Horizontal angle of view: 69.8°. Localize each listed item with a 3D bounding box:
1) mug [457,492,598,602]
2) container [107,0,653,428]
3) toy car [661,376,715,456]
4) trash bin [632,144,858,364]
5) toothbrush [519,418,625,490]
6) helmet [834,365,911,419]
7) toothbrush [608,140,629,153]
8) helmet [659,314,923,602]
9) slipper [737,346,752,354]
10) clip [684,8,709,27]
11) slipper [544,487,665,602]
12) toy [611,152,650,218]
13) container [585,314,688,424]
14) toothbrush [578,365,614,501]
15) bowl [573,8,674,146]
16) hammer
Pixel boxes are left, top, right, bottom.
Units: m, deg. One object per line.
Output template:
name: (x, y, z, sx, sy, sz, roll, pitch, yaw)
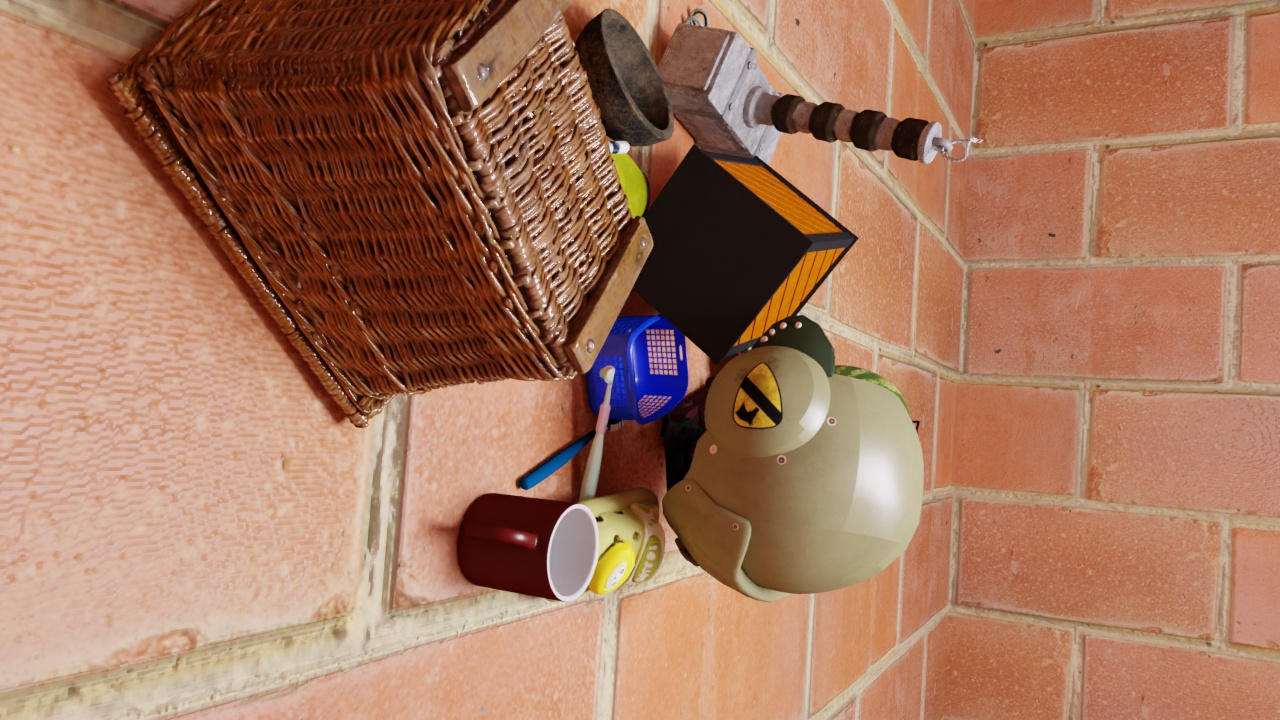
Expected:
mug: (-0.093, 0.137, 0.691, 0.105, 0.083, 0.073, 36, 60, -57)
container: (-0.117, -0.100, 0.521, 0.161, 0.183, 0.250, -64, 144, -40)
toy car: (0.085, 0.064, 1.038, 0.169, 0.062, 0.070, -27, 115, -58)
trash bin: (0.096, -0.106, 0.896, 0.140, 0.139, 0.171, -54, 164, 23)
toothbrush: (-0.058, 0.079, 0.825, 0.167, 0.014, 0.014, -34, 130, -56)
helmet: (0.233, 0.133, 1.152, 0.242, 0.213, 0.247, -20, 122, -41)
toothbrush: (-0.077, -0.169, 0.725, 0.186, 0.012, 0.017, -15, 103, -45)
helmet: (0.126, 0.101, 0.842, 0.250, 0.256, 0.232, 35, 57, -55)
slipper: (0.150, -0.050, 1.161, 0.262, 0.052, 0.115, -73, 152, -49)
clip: (0.068, -0.351, 1.022, 0.044, 0.023, 0.076, -62, 145, -42)
slipper: (-0.019, 0.171, 0.819, 0.190, 0.081, 0.092, -10, 125, -64)
toy: (-0.025, -0.149, 0.830, 0.109, 0.051, 0.090, 1, 93, -63)
container: (-0.005, 0.005, 0.871, 0.114, 0.058, 0.096, -29, 117, -58)
toothbrush: (-0.041, 0.080, 0.824, 0.022, 0.015, 0.155, -106, -155, -76)
bowl: (-0.024, -0.240, 0.811, 0.121, 0.056, 0.121, 46, 33, -42)
hammer: (0.182, -0.242, 0.926, 0.176, 0.327, 0.079, 29, 83, -59)
